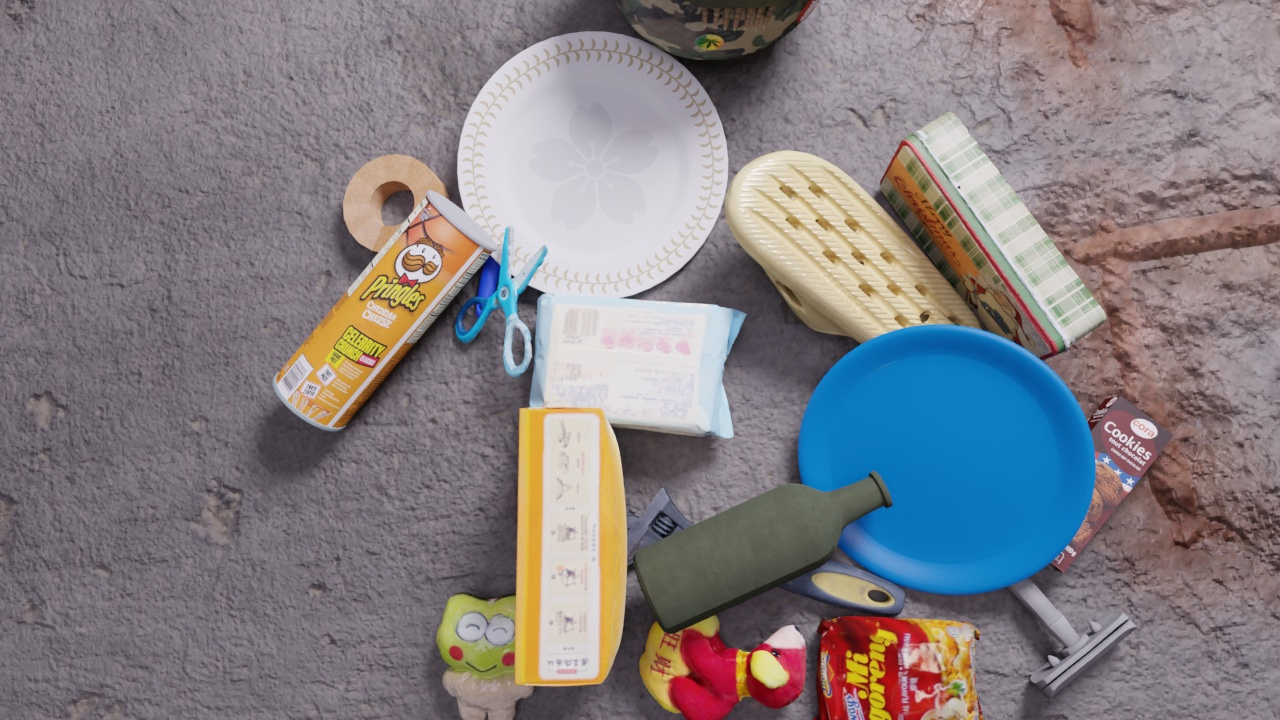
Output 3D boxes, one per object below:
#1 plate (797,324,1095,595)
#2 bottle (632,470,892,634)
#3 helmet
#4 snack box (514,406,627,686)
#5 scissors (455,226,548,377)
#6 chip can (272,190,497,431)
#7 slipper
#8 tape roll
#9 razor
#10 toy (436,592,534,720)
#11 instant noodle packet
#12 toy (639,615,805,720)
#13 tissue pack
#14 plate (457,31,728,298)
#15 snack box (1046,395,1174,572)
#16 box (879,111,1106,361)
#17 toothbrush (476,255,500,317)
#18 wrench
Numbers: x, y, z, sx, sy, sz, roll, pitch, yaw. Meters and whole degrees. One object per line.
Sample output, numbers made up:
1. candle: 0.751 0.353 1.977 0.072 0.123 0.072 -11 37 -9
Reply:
1. plate: 0.240 0.079 0.738 0.225 0.024 0.224 6 105 22
2. bottle: 0.100 0.145 0.731 0.207 0.071 0.071 -24 80 0
3. helmet: 0.071 -0.359 0.738 0.224 0.236 0.192 -1 58 16
4. snack box: -0.051 0.143 0.715 0.080 0.145 0.195 0 77 -2
5. scissors: -0.125 -0.050 0.804 0.134 0.012 0.134 -5 84 42
6. chip can: -0.222 -0.041 0.797 0.075 0.075 0.215 44 99 10
7. slipper: 0.176 -0.070 0.772 0.261 0.079 0.111 40 75 -7
8. tape roll: -0.225 -0.141 0.851 0.094 0.027 0.094 -1 83 7
9. razor: 0.319 0.196 0.738 0.088 0.047 0.116 -40 72 0
10. toy: -0.128 0.254 0.780 0.092 0.046 0.115 2 91 1
11. instant noodle packet: 0.209 0.258 0.743 0.135 0.039 0.098 1 90 6
12. toy: 0.065 0.256 0.750 0.137 0.067 0.105 2 86 15
13. tissue pack: -0.005 0.005 0.786 0.182 0.070 0.112 5 83 6
14. plate: -0.043 -0.174 0.828 0.242 0.016 0.242 0 89 1
15. snack box: 0.362 0.100 0.747 0.051 0.032 0.141 39 89 10
16. box: 0.276 -0.091 0.741 0.050 0.118 0.205 -31 82 -3
17. toothbrush: -0.126 -0.127 0.845 0.016 0.018 0.182 12 87 10
18. wrench: 0.086 0.166 0.776 0.273 0.022 0.073 15 84 9
